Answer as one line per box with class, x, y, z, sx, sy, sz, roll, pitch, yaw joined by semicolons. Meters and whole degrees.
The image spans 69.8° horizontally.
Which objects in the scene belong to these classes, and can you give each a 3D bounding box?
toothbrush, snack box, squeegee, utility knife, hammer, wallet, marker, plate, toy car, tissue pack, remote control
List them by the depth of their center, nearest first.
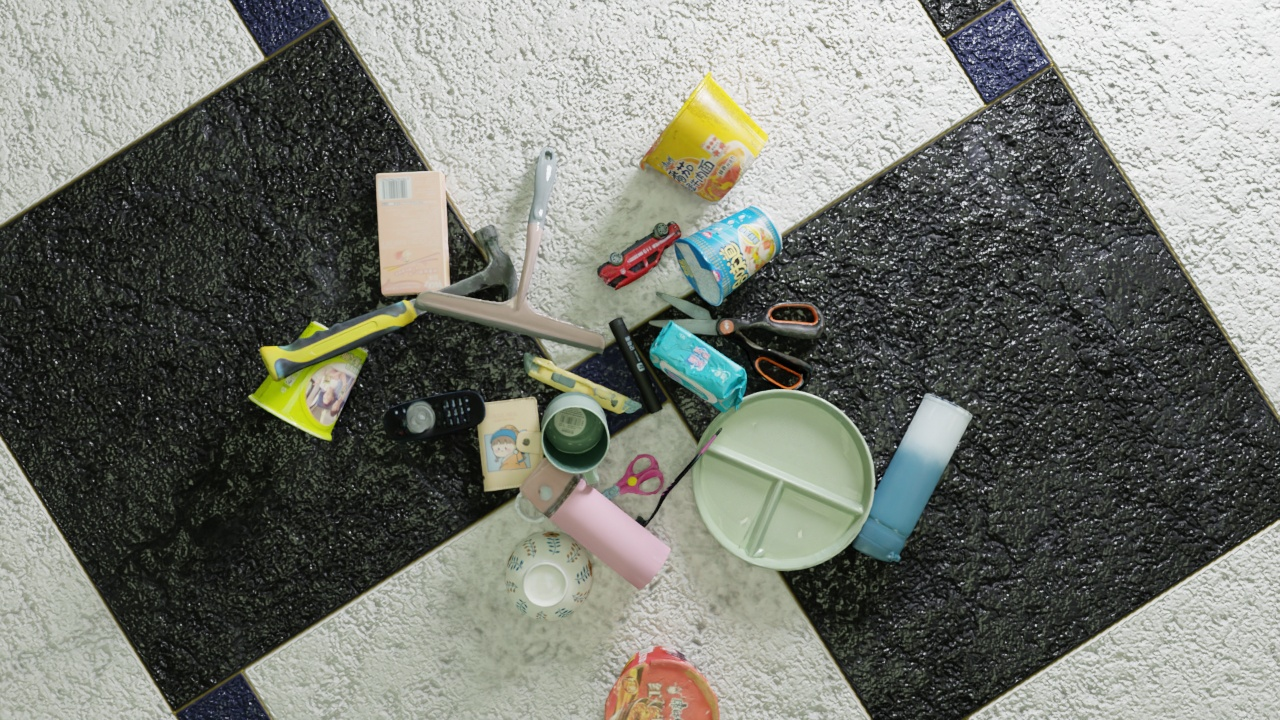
hammer;-0.299;-0.053;1.128;0.322;0.032;0.126;-26;95;-22
tissue pack;0.074;0.012;1.138;0.133;0.093;0.050;34;81;13
squeegee;-0.137;-0.157;1.161;0.247;0.040;0.249;13;80;-18
plate;0.180;0.152;1.171;0.230;0.027;0.230;0;87;5
toothbrush;0.042;0.156;1.172;0.018;0.014;0.189;40;101;9
toy car;0.002;-0.134;1.172;0.120;0.053;0.045;-35;91;2
remote control;-0.263;0.072;1.181;0.136;0.024;0.053;-12;88;7
snack box;-0.293;-0.163;1.184;0.084;0.026;0.157;-3;90;-1
wallet;-0.165;0.108;1.185;0.087;0.024;0.115;-6;88;5
marker;-0.007;0.007;1.187;0.022;0.020;0.132;-24;91;29
utility knife;-0.078;0.033;1.191;0.166;0.018;0.031;22;99;-4

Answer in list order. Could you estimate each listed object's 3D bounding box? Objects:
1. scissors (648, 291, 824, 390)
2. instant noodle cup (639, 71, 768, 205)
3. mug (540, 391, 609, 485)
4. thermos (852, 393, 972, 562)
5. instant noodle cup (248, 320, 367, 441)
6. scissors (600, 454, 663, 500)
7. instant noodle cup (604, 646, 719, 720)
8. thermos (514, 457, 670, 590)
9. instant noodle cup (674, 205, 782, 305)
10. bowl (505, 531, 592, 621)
scissors;0.126;-0.026;1.185;0.229;0.021;0.190;-15;90;0
instant noodle cup;0.083;-0.268;1.138;0.110;0.138;0.138;38;89;-8
mug;-0.077;0.098;1.139;0.082;0.106;0.112;-21;100;-2
thermos;0.340;0.151;1.163;0.070;0.070;0.220;28;90;0
instant noodle cup;-0.406;0.021;1.149;0.111;0.112;0.123;30;81;0
scissors;-0.033;0.170;1.187;0.133;0.017;0.056;-28;75;3
instant noodle cup;0.027;0.422;1.138;0.138;0.108;0.138;0;90;0
thermos;-0.065;0.209;1.150;0.198;0.067;0.087;37;102;-3
instant noodle cup;0.115;-0.137;1.151;0.109;0.099;0.099;-33;90;-14
bowl;-0.119;0.278;1.163;0.113;0.062;0.113;0;89;1
